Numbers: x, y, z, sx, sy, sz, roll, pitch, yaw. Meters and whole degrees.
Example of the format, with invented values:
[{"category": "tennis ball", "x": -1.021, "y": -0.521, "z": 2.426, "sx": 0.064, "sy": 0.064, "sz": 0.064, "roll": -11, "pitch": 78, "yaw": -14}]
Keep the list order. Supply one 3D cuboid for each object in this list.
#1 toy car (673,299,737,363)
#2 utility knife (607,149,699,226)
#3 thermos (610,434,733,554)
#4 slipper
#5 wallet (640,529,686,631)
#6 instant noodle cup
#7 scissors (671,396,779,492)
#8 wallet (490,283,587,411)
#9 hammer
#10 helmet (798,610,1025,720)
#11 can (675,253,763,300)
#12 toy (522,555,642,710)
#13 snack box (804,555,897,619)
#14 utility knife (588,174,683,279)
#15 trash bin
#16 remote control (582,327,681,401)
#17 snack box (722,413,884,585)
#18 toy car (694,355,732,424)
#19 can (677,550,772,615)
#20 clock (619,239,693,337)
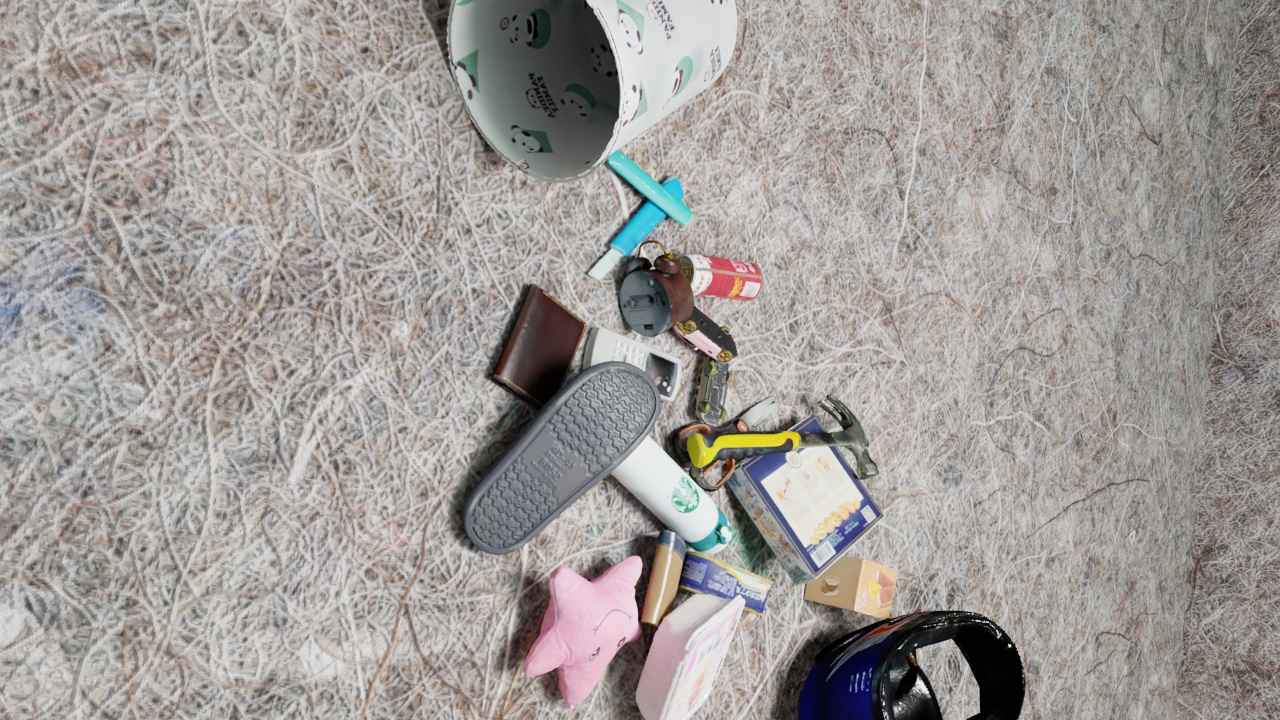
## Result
[{"category": "toy car", "x": 0.079, "y": -0.037, "z": 1.197, "sx": 0.122, "sy": 0.037, "sz": 0.056, "roll": 36, "pitch": 37, "yaw": -29}, {"category": "utility knife", "x": -0.010, "y": -0.232, "z": 1.129, "sx": 0.223, "sy": 0.013, "sz": 0.029, "roll": 36, "pitch": 67, "yaw": -27}, {"category": "thermos", "x": 0.036, "y": 0.164, "z": 1.142, "sx": 0.224, "sy": 0.073, "sz": 0.073, "roll": 47, "pitch": 61, "yaw": -31}, {"category": "slipper", "x": -0.097, "y": 0.099, "z": 1.030, "sx": 0.267, "sy": 0.083, "sz": 0.110, "roll": -44, "pitch": 110, "yaw": -13}, {"category": "wallet", "x": 0.029, "y": 0.274, "z": 1.137, "sx": 0.090, "sy": 0.033, "sz": 0.115, "roll": 68, "pitch": 33, "yaw": -65}, {"category": "instant noodle cup", "x": 0.053, "y": 0.366, "z": 1.124, "sx": 0.137, "sy": 0.060, "sz": 0.174, "roll": -19, "pitch": 129, "yaw": -54}, {"category": "scissors", "x": 0.120, "y": 0.085, "z": 1.247, "sx": 0.143, "sy": 0.022, "sz": 0.234, "roll": 39, "pitch": 46, "yaw": -10}, {"category": "wallet", "x": -0.113, "y": -0.012, "z": 1.046, "sx": 0.096, "sy": 0.020, "sz": 0.122, "roll": 38, "pitch": 64, "yaw": -41}, {"category": "hammer", "x": 0.194, "y": 0.109, "z": 1.249, "sx": 0.322, "sy": 0.032, "sz": 0.126, "roll": 1, "pitch": 62, "yaw": -36}, {"category": "helmet", "x": 0.373, "y": 0.499, "z": 1.327, "sx": 0.314, "sy": 0.241, "sz": 0.247, "roll": -20, "pitch": 74, "yaw": -33}, {"category": "can", "x": 0.100, "y": -0.109, "z": 1.213, "sx": 0.132, "sy": 0.053, "sz": 0.053, "roll": 2, "pitch": 89, "yaw": -42}, {"category": "toy", "x": -0.056, "y": 0.314, "z": 1.059, "sx": 0.194, "sy": 0.075, "sz": 0.178, "roll": 10, "pitch": 95, "yaw": -53}, {"category": "snack box", "x": 0.316, "y": 0.337, "z": 1.379, "sx": 0.094, "sy": 0.093, "sz": 0.077, "roll": 24, "pitch": 74, "yaw": -40}, {"category": "utility knife", "x": -0.004, "y": -0.164, "z": 1.143, "sx": 0.034, "sy": 0.018, "sz": 0.193, "roll": 50, "pitch": 59, "yaw": -18}, {"category": "trash bin", "x": -0.037, "y": -0.342, "z": 0.989, "sx": 0.251, "sy": 0.230, "sz": 0.230, "roll": -38, "pitch": 114, "yaw": -42}, {"category": "remote control", "x": -0.007, "y": 0.007, "z": 1.139, "sx": 0.150, "sy": 0.021, "sz": 0.058, "roll": 21, "pitch": 76, "yaw": -39}, {"category": "snack box", "x": 0.232, "y": 0.191, "z": 1.287, "sx": 0.177, "sy": 0.046, "sz": 0.182, "roll": -27, "pitch": 80, "yaw": -39}, {"category": "toy car", "x": 0.094, "y": 0.040, "z": 1.218, "sx": 0.042, "sy": 0.035, "sz": 0.090, "roll": 20, "pitch": 73, "yaw": -39}, {"category": "can", "x": 0.112, "y": 0.295, "z": 1.210, "sx": 0.148, "sy": 0.075, "sz": 0.049, "roll": 29, "pitch": 73, "yaw": -38}, {"category": "clock", "x": 0.019, "y": -0.086, "z": 1.122, "sx": 0.055, "sy": 0.082, "sz": 0.122, "roll": -21, "pitch": 104, "yaw": -45}]
